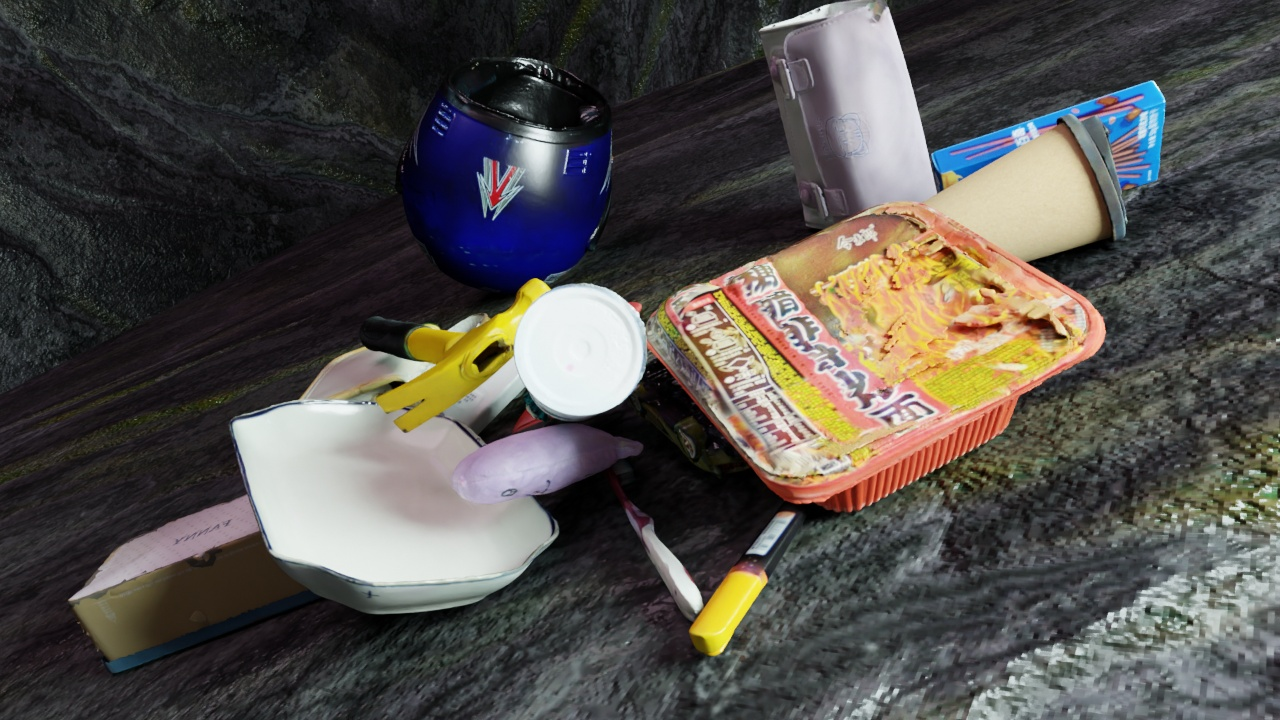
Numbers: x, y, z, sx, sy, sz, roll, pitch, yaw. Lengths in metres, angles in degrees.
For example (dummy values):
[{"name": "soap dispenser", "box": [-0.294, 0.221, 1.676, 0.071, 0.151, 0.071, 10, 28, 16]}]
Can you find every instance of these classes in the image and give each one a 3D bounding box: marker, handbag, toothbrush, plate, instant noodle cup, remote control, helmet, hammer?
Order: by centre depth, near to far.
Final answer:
[{"name": "marker", "box": [0.057, 0.095, 0.437, 0.018, 0.015, 0.123, -5, 24, 36]}, {"name": "instant noodle cup", "box": [0.115, -0.001, 0.478, 0.188, 0.079, 0.164, -26, 41, -10]}, {"name": "toothbrush", "box": [0.005, 0.090, 0.501, 0.017, 0.016, 0.187, -16, 18, -11]}, {"name": "plate", "box": [-0.158, 0.083, 0.562, 0.161, 0.034, 0.266, 1, 17, -32]}, {"name": "hammer", "box": [-0.169, -0.012, 0.707, 0.128, 0.033, 0.301, -43, 23, -19]}, {"name": "remote control", "box": [-0.123, 0.015, 0.752, 0.056, 0.019, 0.134, 27, 63, 33]}, {"name": "handbag", "box": [0.187, -0.217, 0.832, 0.098, 0.197, 0.145, -24, 20, -12]}, {"name": "handbag", "box": [-0.215, 0.015, 0.844, 0.179, 0.063, 0.163, -24, 19, 5]}, {"name": "helmet", "box": [-0.158, -0.214, 1.108, 0.247, 0.241, 0.314, 16, 29, -6]}]

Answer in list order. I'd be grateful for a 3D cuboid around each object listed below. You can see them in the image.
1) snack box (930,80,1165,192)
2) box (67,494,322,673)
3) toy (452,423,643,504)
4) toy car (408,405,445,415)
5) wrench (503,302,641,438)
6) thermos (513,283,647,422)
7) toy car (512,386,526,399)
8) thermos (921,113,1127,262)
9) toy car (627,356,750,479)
[{"name": "snack box", "box": [0.306, -0.146, 0.693, 0.157, 0.084, 0.026, -17, 54, 16]}, {"name": "box", "box": [-0.285, 0.140, 0.614, 0.184, 0.062, 0.089, -22, 19, 6]}, {"name": "toy", "box": [-0.064, 0.061, 0.550, 0.107, 0.039, 0.084, -13, 2, -42]}, {"name": "toy car", "box": [-0.197, 0.078, 0.695, 0.120, 0.037, 0.054, -31, 45, -9]}, {"name": "wrench", "box": [-0.066, 0.026, 0.708, 0.056, 0.016, 0.272, -3, 32, 35]}, {"name": "thermos", "box": [-0.042, 0.006, 0.564, 0.073, 0.073, 0.224, -25, -2, -7]}, {"name": "toy car", "box": [-0.092, -0.017, 0.818, 0.155, 0.041, 0.071, -37, 24, -15]}, {"name": "thermos", "box": [0.262, -0.105, 0.637, 0.143, 0.093, 0.092, -23, 19, 20]}, {"name": "toy car", "box": [0.041, 0.026, 0.584, 0.070, 0.042, 0.158, -26, 25, -12]}]
